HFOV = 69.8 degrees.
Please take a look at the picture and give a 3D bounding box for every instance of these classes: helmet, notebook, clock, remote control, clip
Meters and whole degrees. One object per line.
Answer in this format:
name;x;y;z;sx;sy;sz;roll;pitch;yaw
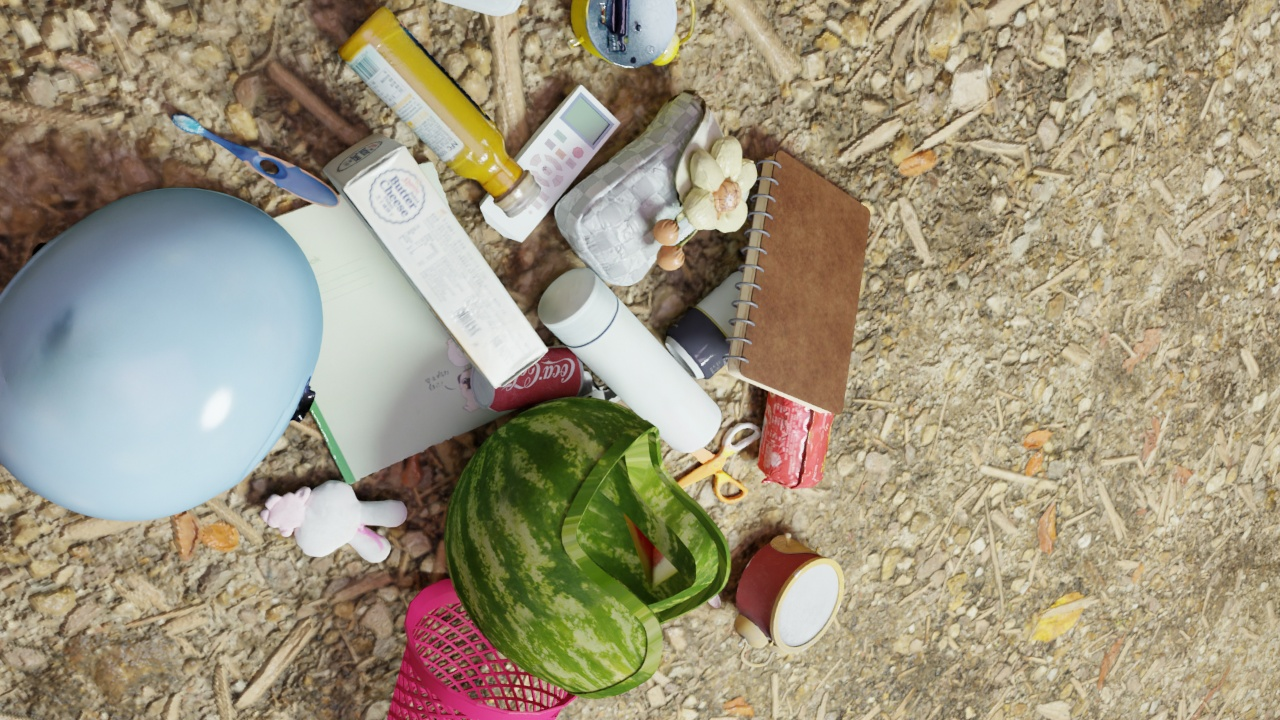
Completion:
helmet;-0.063;0.163;0.838;0.244;0.212;0.247;-25;91;31
notebook;0.157;-0.074;0.903;0.167;0.024;0.225;21;74;-38
notebook;-0.225;-0.028;0.814;0.181;0.010;0.253;-24;118;-15
clock;-0.004;-0.294;0.783;0.118;0.057;0.083;-7;112;-22
remote control;-0.084;-0.172;0.813;0.049;0.024;0.143;39;92;-27
clock;0.161;0.284;1.075;0.117;0.081;0.159;29;87;-42
helmet;-0.354;0.000;0.678;0.225;0.167;0.265;33;87;-23
clip;-0.056;0.036;0.914;0.101;0.038;0.054;-29;143;-13

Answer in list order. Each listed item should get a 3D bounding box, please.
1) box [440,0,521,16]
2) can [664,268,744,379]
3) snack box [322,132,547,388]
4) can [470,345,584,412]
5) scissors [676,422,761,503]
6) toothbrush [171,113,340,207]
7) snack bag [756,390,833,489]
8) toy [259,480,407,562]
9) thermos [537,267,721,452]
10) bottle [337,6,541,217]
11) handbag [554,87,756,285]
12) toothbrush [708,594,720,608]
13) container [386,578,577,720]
box;-0.187;-0.346;0.694;0.216;0.109;0.108;9;149;-25
can;0.088;-0.041;0.923;0.127;0.064;0.064;-41;121;-5
snack box;-0.167;-0.082;0.753;0.057;0.104;0.208;-38;121;-10
can;-0.105;0.016;0.851;0.096;0.054;0.054;-8;114;-37
scissors;0.087;0.110;1.014;0.125;0.011;0.129;37;90;-33
toothbrush;-0.299;-0.156;0.718;0.135;0.017;0.021;28;94;-25
snack bag;0.172;0.057;0.992;0.082;0.082;0.176;-4;111;-24
toy;-0.283;0.145;0.841;0.125;0.037;0.076;17;108;-27
thermos;-0.005;0.005;0.882;0.068;0.068;0.230;-47;128;-2
bottle;-0.156;-0.195;0.742;0.053;0.053;0.186;-46;114;-2
handbag;0.019;-0.138;0.818;0.171;0.123;0.112;-41;136;-4
toothbrush;0.055;0.226;1.042;0.015;0.018;0.181;-35;121;-8
container;-0.177;0.363;0.908;0.183;0.183;0.226;13;111;-29
